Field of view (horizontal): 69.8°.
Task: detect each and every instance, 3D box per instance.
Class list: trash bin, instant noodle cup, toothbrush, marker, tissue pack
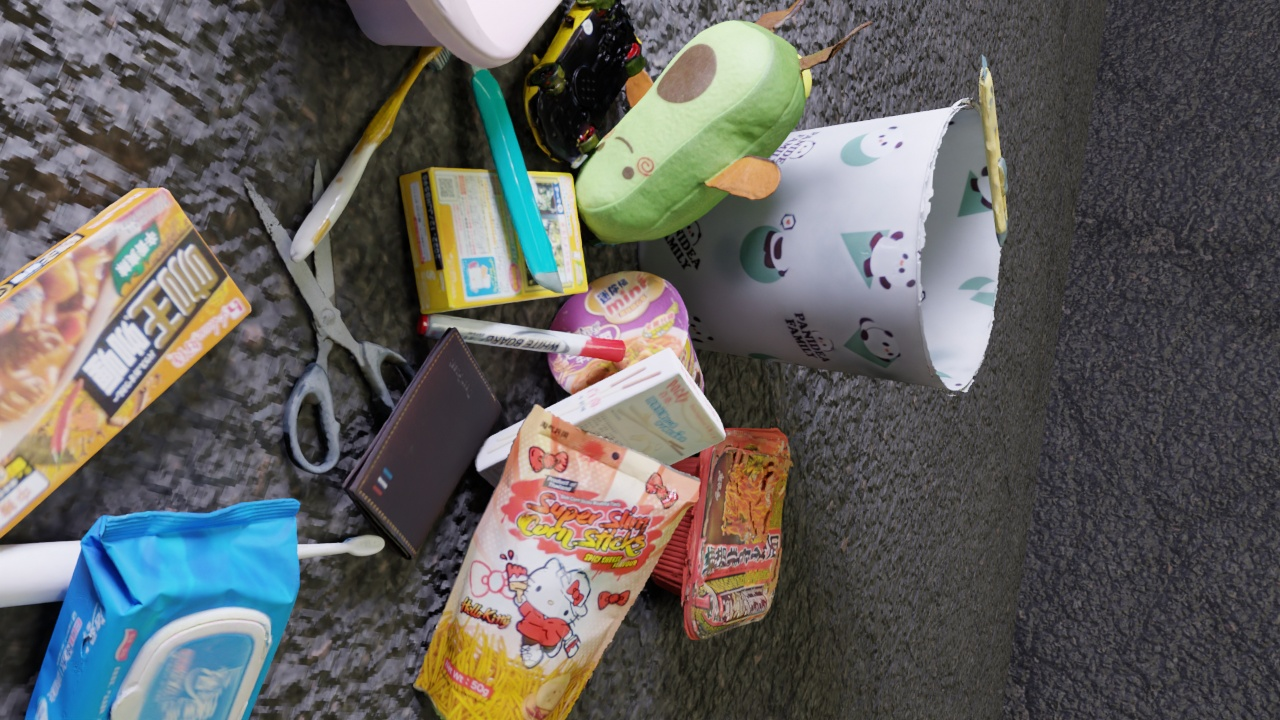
[{"bbox_3d":[0.151,-0.095,0.781,0.229,0.252,0.229,-12,105,-55],"label":"trash bin"},{"bbox_3d":[0.074,0.152,0.856,0.164,0.079,0.188,10,87,-56],"label":"instant noodle cup"},{"bbox_3d":[-0.152,-0.129,0.534,0.018,0.016,0.191,58,45,-49],"label":"toothbrush"},{"bbox_3d":[-0.218,0.100,0.463,0.220,0.026,0.026,10,78,-56],"label":"toothbrush"},{"bbox_3d":[-0.076,-0.015,0.612,0.145,0.017,0.017,7,88,-30],"label":"marker"},{"bbox_3d":[-0.215,0.135,0.418,0.094,0.052,0.157,8,108,-56],"label":"tissue pack"},{"bbox_3d":[-0.004,0.004,0.705,0.111,0.112,0.099,-68,152,-23],"label":"instant noodle cup"}]

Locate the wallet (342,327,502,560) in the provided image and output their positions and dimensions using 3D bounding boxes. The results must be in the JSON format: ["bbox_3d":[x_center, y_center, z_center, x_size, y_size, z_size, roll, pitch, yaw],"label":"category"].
[{"bbox_3d":[-0.132,0.052,0.574,0.096,0.020,0.122,77,33,-53],"label":"wallet"}]

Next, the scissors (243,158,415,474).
[{"bbox_3d":[-0.176,-0.018,0.522,0.159,0.014,0.174,37,63,-51],"label":"scissors"}]

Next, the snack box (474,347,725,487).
[{"bbox_3d":[-0.028,0.057,0.639,0.085,0.157,0.026,53,15,-44],"label":"snack box"}]

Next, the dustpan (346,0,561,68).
[{"bbox_3d":[-0.088,-0.279,0.491,0.272,0.139,0.223,-50,134,-31],"label":"dustpan"}]

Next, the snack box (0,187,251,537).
[{"bbox_3d":[-0.250,-0.003,0.402,0.153,0.026,0.075,-55,137,-36],"label":"snack box"}]

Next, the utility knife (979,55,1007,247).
[{"bbox_3d":[0.278,-0.165,0.726,0.165,0.018,0.030,63,37,-31],"label":"utility knife"}]

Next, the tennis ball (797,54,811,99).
[{"bbox_3d":[0.134,-0.271,0.898,0.065,0.066,0.065,-11,103,-55],"label":"tennis ball"}]

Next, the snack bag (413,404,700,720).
[{"bbox_3d":[-0.059,0.145,0.608,0.128,0.073,0.208,26,96,-15],"label":"snack bag"}]

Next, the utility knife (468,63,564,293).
[{"bbox_3d":[-0.088,-0.139,0.589,0.029,0.013,0.205,-18,92,-54],"label":"utility knife"}]

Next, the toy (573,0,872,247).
[{"bbox_3d":[0.045,-0.173,0.663,0.247,0.227,0.090,-44,128,7],"label":"toy"}]

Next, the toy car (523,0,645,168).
[{"bbox_3d":[-0.044,-0.209,0.665,0.071,0.041,0.155,54,50,-44],"label":"toy car"}]

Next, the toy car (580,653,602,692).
[{"bbox_3d":[-0.059,0.195,0.707,0.056,0.037,0.122,17,68,-58],"label":"toy car"}]

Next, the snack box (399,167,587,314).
[{"bbox_3d":[-0.092,-0.081,0.610,0.140,0.034,0.087,-14,98,-53],"label":"snack box"}]
